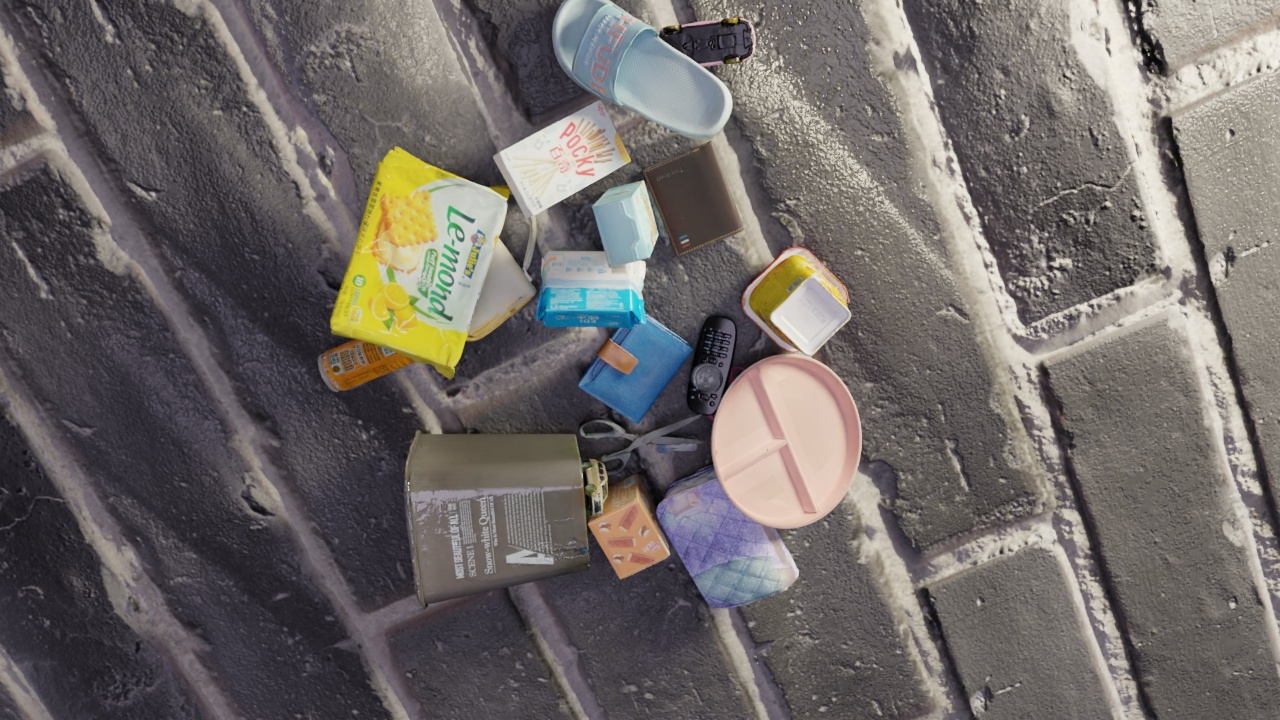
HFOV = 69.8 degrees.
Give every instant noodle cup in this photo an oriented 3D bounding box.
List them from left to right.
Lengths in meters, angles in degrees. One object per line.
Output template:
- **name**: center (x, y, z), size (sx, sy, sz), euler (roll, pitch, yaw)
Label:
- **instant noodle cup**: center (0.203, -0.068, 1.161), size (0.116, 0.123, 0.116), euler (43, 100, -11)

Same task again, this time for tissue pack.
- **tissue pack**: center (-0.063, -0.088, 1.170), size (0.140, 0.063, 0.090), euler (0, 69, 0)

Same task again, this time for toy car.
- **toy car**: center (-0.061, 0.170, 1.224), size (0.035, 0.090, 0.042), euler (-4, 120, -4)
- **toy car**: center (0.079, -0.386, 1.119), size (0.122, 0.037, 0.056), euler (-2, 105, 13)

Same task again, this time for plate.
- **plate**: center (0.192, 0.106, 1.215), size (0.229, 0.028, 0.229), euler (0, 89, -22)

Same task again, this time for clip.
- **clip**: center (0.051, 0.116, 1.263), size (0.057, 0.029, 0.024), euler (-2, 103, 7)

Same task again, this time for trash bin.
- **trash bin**: center (-0.184, 0.194, 1.198), size (0.219, 0.198, 0.199), euler (-4, 105, -6)

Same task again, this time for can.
- **can**: center (-0.343, -0.009, 1.202), size (0.146, 0.058, 0.058), euler (-21, 104, 5)

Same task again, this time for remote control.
- **remote control**: center (0.096, 0.006, 1.226), size (0.053, 0.024, 0.136), euler (14, 98, 11)

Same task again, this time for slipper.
- **slipper**: center (-0.004, -0.346, 1.088), size (0.245, 0.074, 0.104), euler (33, 102, 6)

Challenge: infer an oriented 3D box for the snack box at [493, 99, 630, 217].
- **snack box**: center (-0.094, -0.247, 1.120), size (0.156, 0.027, 0.085), euler (-34, 106, -23)

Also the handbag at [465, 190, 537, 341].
- **handbag**: center (-0.201, -0.133, 1.173), size (0.179, 0.063, 0.163), euler (-36, 102, 0)

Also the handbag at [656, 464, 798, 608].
- **handbag**: center (0.117, 0.238, 1.261), size (0.134, 0.075, 0.194), euler (-23, 104, 23)

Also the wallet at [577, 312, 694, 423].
- **wallet**: center (-0.007, 0.007, 1.224), size (0.106, 0.040, 0.133), euler (34, 102, -14)

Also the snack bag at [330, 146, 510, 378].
- **snack bag**: center (-0.264, -0.117, 1.102), size (0.158, 0.068, 0.246), euler (18, 92, -11)

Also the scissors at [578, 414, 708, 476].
- **scissors**: center (-0.003, 0.109, 1.247), size (0.159, 0.014, 0.174), euler (29, 117, -14)

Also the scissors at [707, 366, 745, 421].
- **scissors**: center (0.160, 0.059, 1.243), size (0.136, 0.017, 0.105), euler (11, 90, -1)

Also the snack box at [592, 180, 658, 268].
- **snack box**: center (-0.015, -0.167, 1.105), size (0.052, 0.174, 0.074), euler (-13, 106, 8)

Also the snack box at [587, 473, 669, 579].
- **snack box**: center (-0.016, 0.225, 1.253), size (0.077, 0.092, 0.094), euler (-27, 104, 6)

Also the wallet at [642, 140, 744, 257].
- **wallet**: center (0.068, -0.206, 1.177), size (0.096, 0.020, 0.122), euler (-21, 102, 5)
